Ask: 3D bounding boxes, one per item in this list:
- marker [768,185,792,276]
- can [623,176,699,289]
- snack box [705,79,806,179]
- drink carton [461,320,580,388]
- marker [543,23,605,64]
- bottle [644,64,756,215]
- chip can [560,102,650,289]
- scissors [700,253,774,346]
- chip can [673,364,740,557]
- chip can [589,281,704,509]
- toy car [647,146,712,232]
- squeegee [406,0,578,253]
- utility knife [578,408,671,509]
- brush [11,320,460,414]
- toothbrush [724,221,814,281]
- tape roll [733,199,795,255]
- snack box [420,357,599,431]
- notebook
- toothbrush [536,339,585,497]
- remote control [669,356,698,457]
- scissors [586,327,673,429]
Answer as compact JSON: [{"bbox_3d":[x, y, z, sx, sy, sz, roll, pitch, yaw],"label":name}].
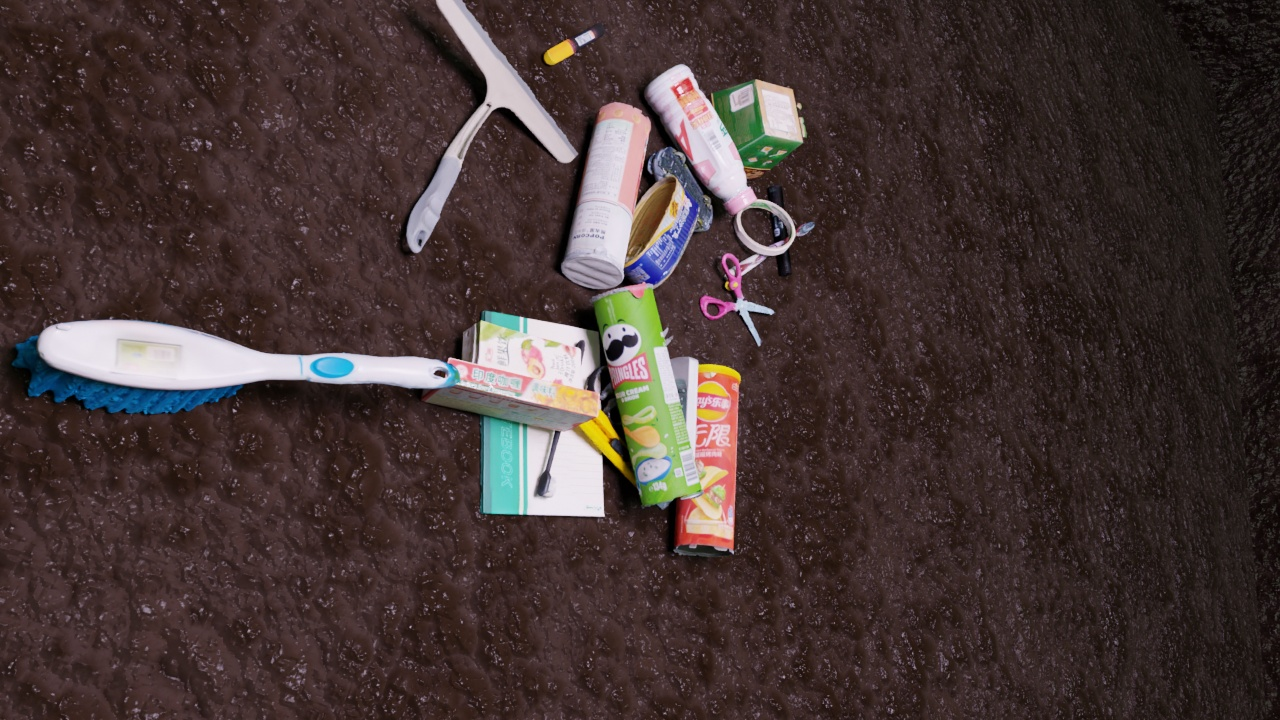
[{"bbox_3d":[0.199,-0.184,1.301,0.022,0.020,0.132,11,70,-57],"label":"marker"},{"bbox_3d":[0.019,-0.152,1.096,0.049,0.075,0.147,43,54,-29],"label":"can"},{"bbox_3d":[0.148,-0.316,1.235,0.117,0.106,0.118,-2,78,-41],"label":"snack box"},{"bbox_3d":[-0.121,0.003,0.928,0.122,0.046,0.053,15,64,-36],"label":"drink carton"},{"bbox_3d":[-0.079,-0.386,1.118,0.018,0.015,0.123,57,46,-15],"label":"marker"},{"bbox_3d":[0.082,-0.279,1.178,0.068,0.068,0.197,-37,96,-42],"label":"bottle"},{"bbox_3d":[-0.038,-0.192,1.059,0.071,0.071,0.214,27,61,-33],"label":"chip can"},{"bbox_3d":[0.125,-0.071,1.203,0.123,0.017,0.133,-40,113,-32],"label":"scissors"},{"bbox_3d":[0.078,0.117,1.070,0.073,0.073,0.216,18,67,-37],"label":"chip can"},{"bbox_3d":[0.008,0.038,0.994,0.072,0.072,0.236,-11,85,-43],"label":"chip can"},{"bbox_3d":[0.052,-0.215,1.169,0.120,0.037,0.054,50,43,-32],"label":"toy car"},{"bbox_3d":[-0.189,-0.209,0.953,0.246,0.039,0.246,48,55,-43],"label":"squeegee"},{"bbox_3d":[-0.017,0.105,1.010,0.197,0.015,0.033,50,52,-32],"label":"utility knife"},{"bbox_3d":[-0.308,0.009,0.734,0.314,0.110,0.060,9,69,-39],"label":"brush"},{"bbox_3d":[0.179,-0.151,1.257,0.187,0.017,0.016,-33,95,-33],"label":"toothbrush"},{"bbox_3d":[0.170,-0.182,1.253,0.085,0.014,0.085,8,60,-14],"label":"tape roll"},{"bbox_3d":[-0.126,0.036,0.890,0.155,0.077,0.027,15,68,-26],"label":"snack box"},{"bbox_3d":[-0.103,0.059,0.969,0.150,0.012,0.209,9,72,-39],"label":"notebook"},{"bbox_3d":[-0.080,0.059,0.968,0.018,0.016,0.180,31,60,-38],"label":"toothbrush"},{"bbox_3d":[0.040,0.063,1.063,0.019,0.056,0.135,19,66,-38],"label":"remote control"},{"bbox_3d":[-0.002,0.018,1.062,0.173,0.014,0.140,7,73,-50],"label":"scissors"}]
